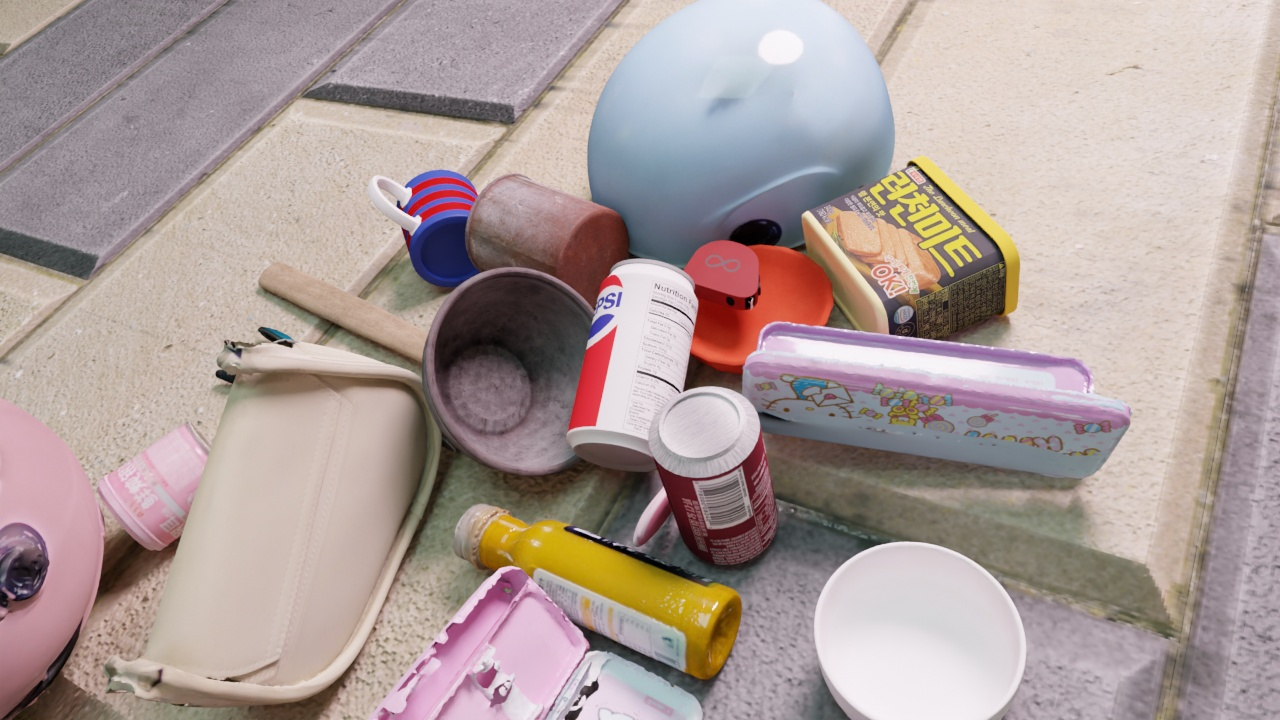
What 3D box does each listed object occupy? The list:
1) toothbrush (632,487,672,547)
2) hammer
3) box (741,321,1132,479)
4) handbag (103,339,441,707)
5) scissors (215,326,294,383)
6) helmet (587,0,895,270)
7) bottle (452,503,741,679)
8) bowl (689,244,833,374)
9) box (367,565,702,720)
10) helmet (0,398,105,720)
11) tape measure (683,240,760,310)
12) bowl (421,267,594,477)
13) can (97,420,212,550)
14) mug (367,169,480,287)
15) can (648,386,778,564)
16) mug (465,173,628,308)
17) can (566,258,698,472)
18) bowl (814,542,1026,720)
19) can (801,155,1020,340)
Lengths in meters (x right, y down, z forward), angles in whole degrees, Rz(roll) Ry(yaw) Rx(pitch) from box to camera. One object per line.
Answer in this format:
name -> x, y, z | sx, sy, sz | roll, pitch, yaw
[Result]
toothbrush -> 0.026, 0.074, 0.603 | 0.016, 0.022, 0.134 | 13, 41, 19
hammer -> -0.227, -0.029, 0.783 | 0.332, 0.031, 0.119 | 21, 65, 36
box -> 0.171, 0.010, 0.556 | 0.214, 0.093, 0.089 | 8, 61, 11
handbag -> -0.240, 0.097, 0.579 | 0.132, 0.184, 0.228 | -1, 67, 20
scissors -> -0.298, 0.007, 0.775 | 0.120, 0.019, 0.150 | -27, 49, -8
helmet -> 0.068, -0.200, 0.754 | 0.266, 0.167, 0.225 | -24, 56, 7
bottle -> -0.032, 0.133, 0.559 | 0.186, 0.053, 0.053 | 15, 55, 28
bowl -> 0.083, -0.032, 0.683 | 0.122, 0.035, 0.121 | -9, 48, 9
box -> -0.069, 0.212, 0.459 | 0.155, 0.059, 0.200 | 38, 41, 3
helmet -> -0.461, 0.149, 0.601 | 0.230, 0.152, 0.255 | -23, 58, 10
tape measure -> 0.065, -0.063, 0.677 | 0.059, 0.019, 0.051 | 20, 55, 22
bowl -> -0.093, 0.013, 0.648 | 0.067, 0.145, 0.144 | -22, 30, 54
can -> -0.347, 0.093, 0.680 | 0.076, 0.067, 0.067 | -39, 50, -19
mug -> -0.184, -0.122, 0.795 | 0.075, 0.111, 0.076 | -48, 44, 20
can -> 0.046, 0.071, 0.548 | 0.063, 0.114, 0.063 | -8, 48, 9
mug -> -0.082, -0.081, 0.752 | 0.110, 0.096, 0.123 | 26, 96, 37
can -> -0.004, 0.004, 0.623 | 0.070, 0.070, 0.132 | 3, 67, 19
bowl -> 0.146, 0.154, 0.486 | 0.105, 0.054, 0.104 | -9, 50, 10
can -> 0.190, -0.073, 0.664 | 0.101, 0.072, 0.130 | -24, 47, -2
